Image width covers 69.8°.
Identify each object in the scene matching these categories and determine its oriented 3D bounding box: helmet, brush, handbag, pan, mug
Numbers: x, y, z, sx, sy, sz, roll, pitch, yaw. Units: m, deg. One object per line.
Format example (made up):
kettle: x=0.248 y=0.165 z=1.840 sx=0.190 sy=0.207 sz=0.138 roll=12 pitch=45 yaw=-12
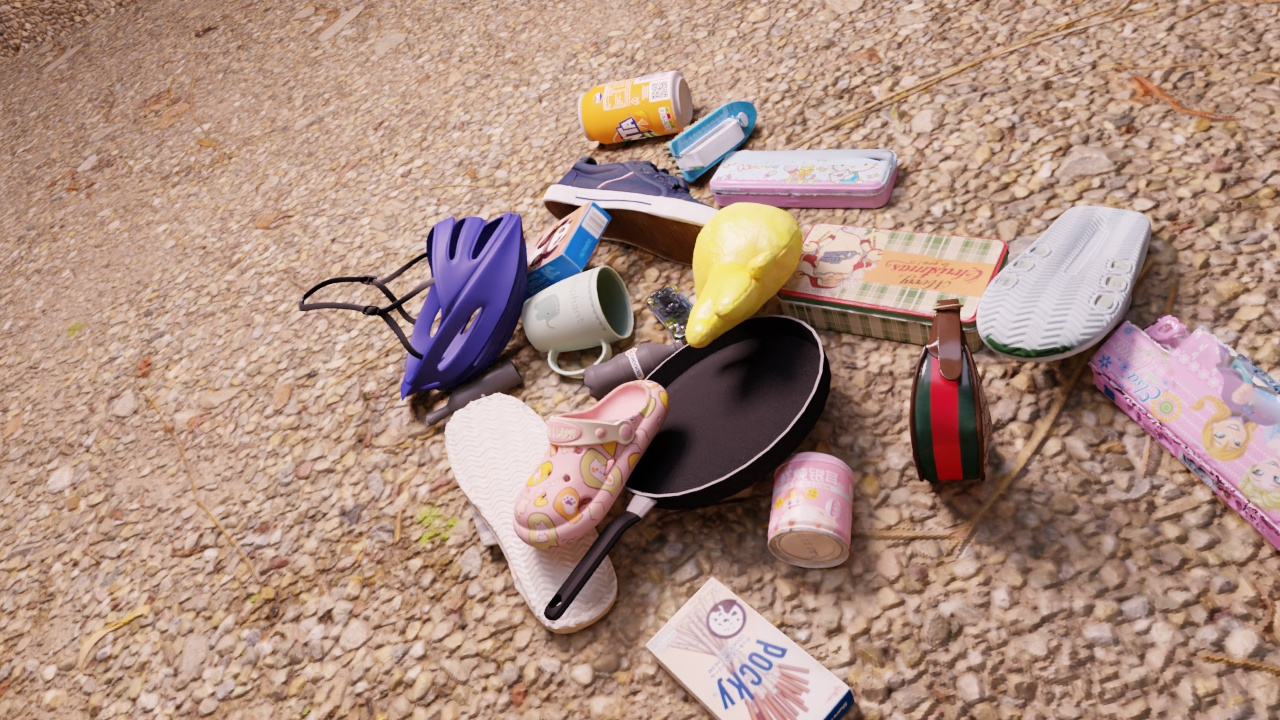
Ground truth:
helmet: x=-0.243 y=-0.075 z=1.008 sx=0.242 sy=0.227 sz=0.147 roll=-65 pitch=23 yaw=12
brush: x=0.098 y=-0.280 z=1.141 sx=0.135 sy=0.055 sz=0.075 roll=-40 pitch=25 yaw=-20
handbag: x=0.245 y=0.022 z=0.735 sx=0.063 sy=0.166 sz=0.138 roll=-5 pitch=65 yaw=20
pan: x=0.033 y=0.091 z=0.821 sx=0.226 sy=0.034 sz=0.355 roll=4 pitch=49 yaw=52
mug: x=-0.070 y=-0.037 z=1.004 sx=0.104 sy=0.084 sz=0.111 roll=-16 pitch=71 yaw=24

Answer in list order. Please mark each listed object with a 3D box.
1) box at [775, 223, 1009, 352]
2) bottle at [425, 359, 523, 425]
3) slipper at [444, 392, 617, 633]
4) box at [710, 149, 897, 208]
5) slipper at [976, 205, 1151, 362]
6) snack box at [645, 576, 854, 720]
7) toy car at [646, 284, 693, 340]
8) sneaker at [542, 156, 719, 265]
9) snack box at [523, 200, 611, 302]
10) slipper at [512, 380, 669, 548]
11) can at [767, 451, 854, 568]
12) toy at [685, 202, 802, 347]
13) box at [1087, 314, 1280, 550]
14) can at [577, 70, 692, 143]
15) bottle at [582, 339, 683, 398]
box: x=0.248 y=-0.078 z=0.909 sx=0.206 sy=0.050 sz=0.117 roll=14 pitch=58 yaw=32
bottle: x=-0.186 y=0.039 z=1.016 sx=0.113 sy=0.030 sz=0.030 roll=-30 pitch=45 yaw=-3
slipper: x=-0.105 y=0.141 z=0.874 sx=0.114 sy=0.054 sz=0.272 roll=-32 pitch=53 yaw=-7
box: x=0.187 y=-0.214 z=1.066 sx=0.214 sy=0.036 sz=0.076 roll=6 pitch=54 yaw=29
slipper: x=0.387 y=-0.064 z=0.819 sx=0.104 sy=0.074 sz=0.244 roll=20 pitch=45 yaw=35
snack box: x=0.082 y=0.243 z=0.714 sx=0.081 sy=0.026 sz=0.150 roll=-43 pitch=46 yaw=-16
toy car: x=0.039 y=-0.049 z=0.993 sx=0.038 sy=0.027 sz=0.089 roll=-29 pitch=43 yaw=-7
sneaker: x=0.019 y=-0.195 z=1.081 sx=0.295 sy=0.120 sz=0.127 roll=22 pitch=75 yaw=41
snack box: x=-0.103 y=-0.122 z=1.075 sx=0.152 sy=0.034 sz=0.087 roll=-21 pitch=36 yaw=50
slipper: x=-0.053 y=0.075 z=0.821 sx=0.093 sy=0.081 sz=0.196 roll=0 pitch=42 yaw=46
can: x=0.142 y=0.124 z=0.763 sx=0.067 sy=0.067 sz=0.076 roll=-4 pitch=50 yaw=22
toy: x=0.094 y=-0.086 z=0.895 sx=0.134 sy=0.092 sz=0.207 roll=-40 pitch=20 yaw=37
box: x=0.447 y=0.044 z=0.687 sx=0.084 sy=0.077 sz=0.230 roll=-28 pitch=45 yaw=-1
can: x=-0.006 y=-0.339 z=1.237 sx=0.143 sy=0.079 sz=0.078 roll=-4 pitch=49 yaw=22
bottle: x=-0.006 y=0.006 z=0.959 sx=0.110 sy=0.036 sz=0.036 roll=-22 pitch=45 yaw=5
